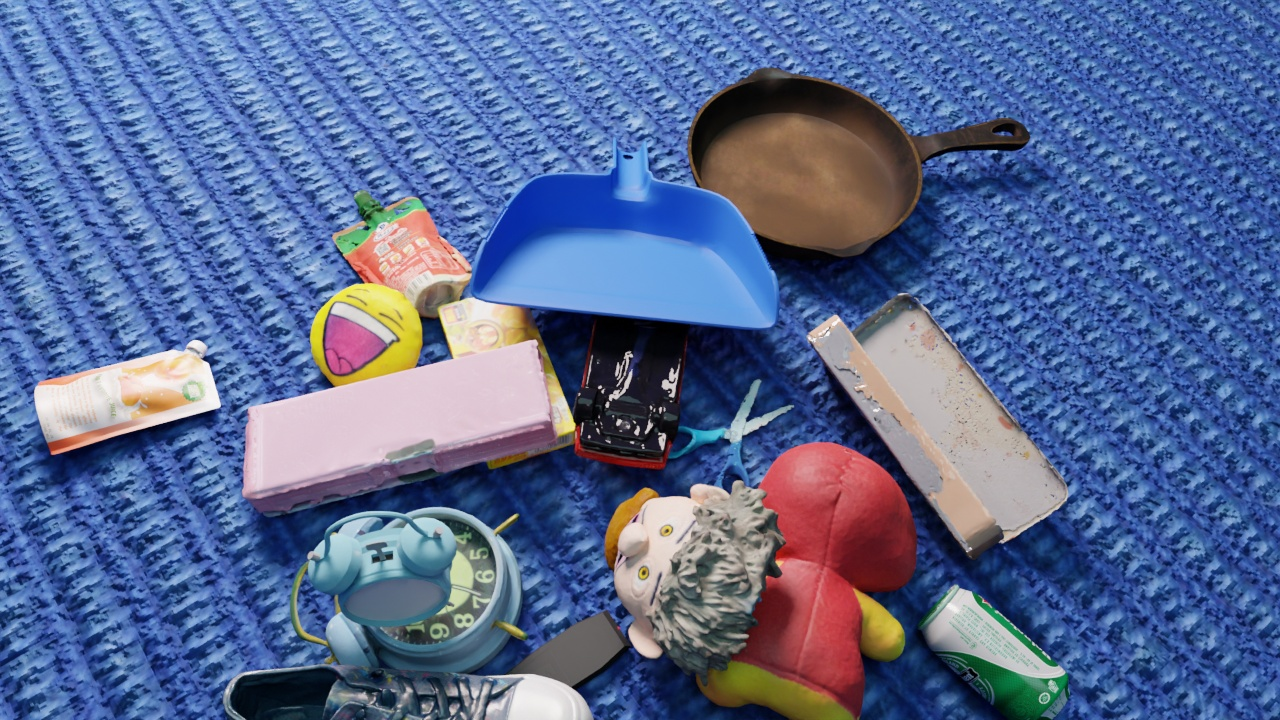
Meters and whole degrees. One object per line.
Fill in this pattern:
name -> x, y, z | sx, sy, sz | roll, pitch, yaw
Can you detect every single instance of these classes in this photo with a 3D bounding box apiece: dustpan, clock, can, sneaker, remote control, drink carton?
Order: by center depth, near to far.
sneaker -> -0.147, 0.223, 0.555 | 0.236, 0.079, 0.087 | -5, 41, 11
clock -> -0.154, 0.123, 0.559 | 0.087, 0.123, 0.042 | -10, 51, -6
clock -> -0.160, 0.162, 0.643 | 0.162, 0.060, 0.118 | -8, 61, -6
remote control -> -0.067, 0.221, 0.643 | 0.124, 0.010, 0.039 | -28, 65, -20
can -> 0.252, 0.211, 0.654 | 0.101, 0.053, 0.053 | 42, 63, 19
drink carton -> -0.400, 0.027, 0.722 | 0.122, 0.039, 0.069 | -17, 62, -22
dustpan -> -0.012, -0.128, 0.820 | 0.245, 0.060, 0.257 | 6, 33, -5

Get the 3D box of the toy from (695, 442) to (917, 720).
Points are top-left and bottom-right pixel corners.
toy -> 0.128, 0.155, 0.657 | 0.147, 0.099, 0.215 | 24, 64, 0

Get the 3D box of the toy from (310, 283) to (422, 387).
toy -> -0.224, -0.018, 0.750 | 0.095, 0.041, 0.094 | 30, 84, 13

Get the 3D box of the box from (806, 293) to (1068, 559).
box -> 0.224, 0.049, 0.731 | 0.107, 0.095, 0.216 | 1, 49, -48

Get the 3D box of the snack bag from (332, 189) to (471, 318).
snack bag -> -0.216, -0.102, 0.816 | 0.087, 0.044, 0.155 | -33, 62, -16

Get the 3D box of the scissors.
scissors -> 0.083, 0.069, 0.753 | 0.133, 0.015, 0.103 | -23, 59, -23

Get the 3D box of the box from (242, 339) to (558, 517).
box -> -0.182, 0.051, 0.706 | 0.233, 0.046, 0.098 | -15, 50, -4

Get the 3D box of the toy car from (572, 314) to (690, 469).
toy car -> -0.004, 0.004, 0.753 | 0.081, 0.056, 0.188 | 8, 50, 1

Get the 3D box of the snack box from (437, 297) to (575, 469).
snack box -> -0.112, 0.011, 0.760 | 0.075, 0.025, 0.152 | -16, 61, -14

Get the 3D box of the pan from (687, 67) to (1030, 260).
pan -> 0.219, -0.196, 0.910 | 0.355, 0.043, 0.248 | -10, 60, -11

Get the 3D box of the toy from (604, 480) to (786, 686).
toy -> 0.023, 0.134, 0.628 | 0.076, 0.176, 0.132 | 39, 76, -31
